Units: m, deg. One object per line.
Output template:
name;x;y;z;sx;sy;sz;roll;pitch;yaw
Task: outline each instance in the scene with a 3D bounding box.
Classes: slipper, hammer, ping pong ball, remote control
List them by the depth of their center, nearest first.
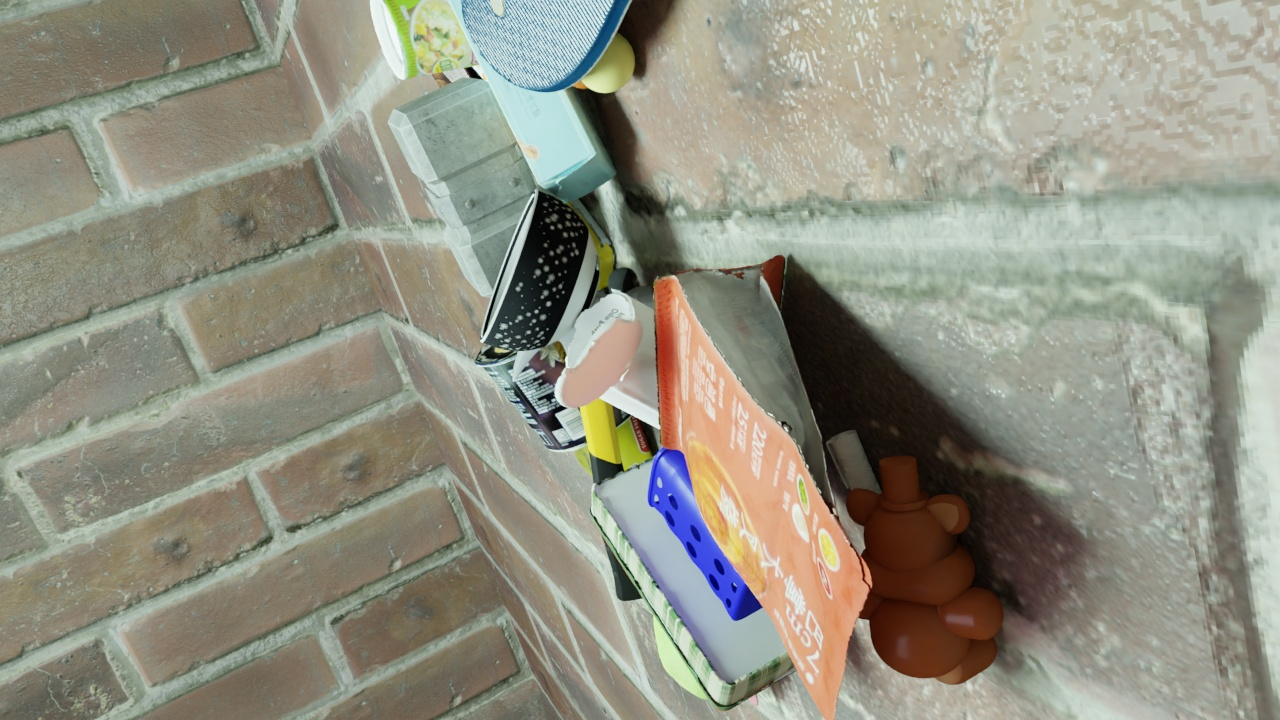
slipper;-0.023;-0.253;0.527;0.118;0.060;0.296;60;148;2
ping pong ball;-0.024;-0.199;0.611;0.040;0.040;0.040;53;157;33
remote control;0.002;-0.010;0.805;0.033;0.015;0.147;21;132;64
hammer;-0.030;0.089;0.815;0.029;0.127;0.324;-99;0;-61
hammer;-0.177;-0.180;0.870;0.318;0.082;0.163;39;155;62

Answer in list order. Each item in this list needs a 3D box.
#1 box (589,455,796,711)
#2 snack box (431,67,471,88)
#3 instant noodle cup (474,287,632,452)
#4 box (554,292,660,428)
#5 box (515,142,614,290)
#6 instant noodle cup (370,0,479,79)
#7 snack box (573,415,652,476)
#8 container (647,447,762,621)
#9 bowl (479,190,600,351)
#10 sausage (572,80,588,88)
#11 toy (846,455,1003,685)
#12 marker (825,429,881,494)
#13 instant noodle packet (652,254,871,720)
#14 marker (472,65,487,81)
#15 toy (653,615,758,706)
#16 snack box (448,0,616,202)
box;0.053;0.160;0.723;0.205;0.117;0.051;49;153;36
snack box;-0.185;-0.278;0.931;0.141;0.032;0.051;58;180;21
instant noodle cup;-0.068;0.013;0.854;0.112;0.137;0.137;63;163;-18
box;-0.004;0.003;0.630;0.155;0.084;0.125;28;-161;-31
box;-0.089;-0.147;0.852;0.209;0.037;0.065;56;157;27
instant noodle cup;-0.163;-0.286;0.773;0.099;0.107;0.099;51;156;34
snack box;-0.036;0.085;0.977;0.181;0.045;0.121;31;143;63
container;0.071;0.113;0.666;0.113;0.084;0.085;53;156;30
bowl;-0.069;-0.059;0.687;0.120;0.066;0.120;-161;91;-76
sausage;-0.061;-0.269;0.629;0.044;0.039;0.164;4;118;48
toy;0.151;0.114;0.504;0.095;0.065;0.128;-2;102;40
marker;0.146;0.105;0.557;0.020;0.017;0.133;-21;93;33
instant noodle packet;0.072;0.073;0.520;0.165;0.084;0.220;87;170;-45
marker;-0.146;-0.276;0.878;0.145;0.017;0.017;52;156;36
toy;0.056;0.237;0.834;0.150;0.107;0.197;46;144;42
snack box;-0.082;-0.210;0.695;0.174;0.053;0.075;63;-172;5
